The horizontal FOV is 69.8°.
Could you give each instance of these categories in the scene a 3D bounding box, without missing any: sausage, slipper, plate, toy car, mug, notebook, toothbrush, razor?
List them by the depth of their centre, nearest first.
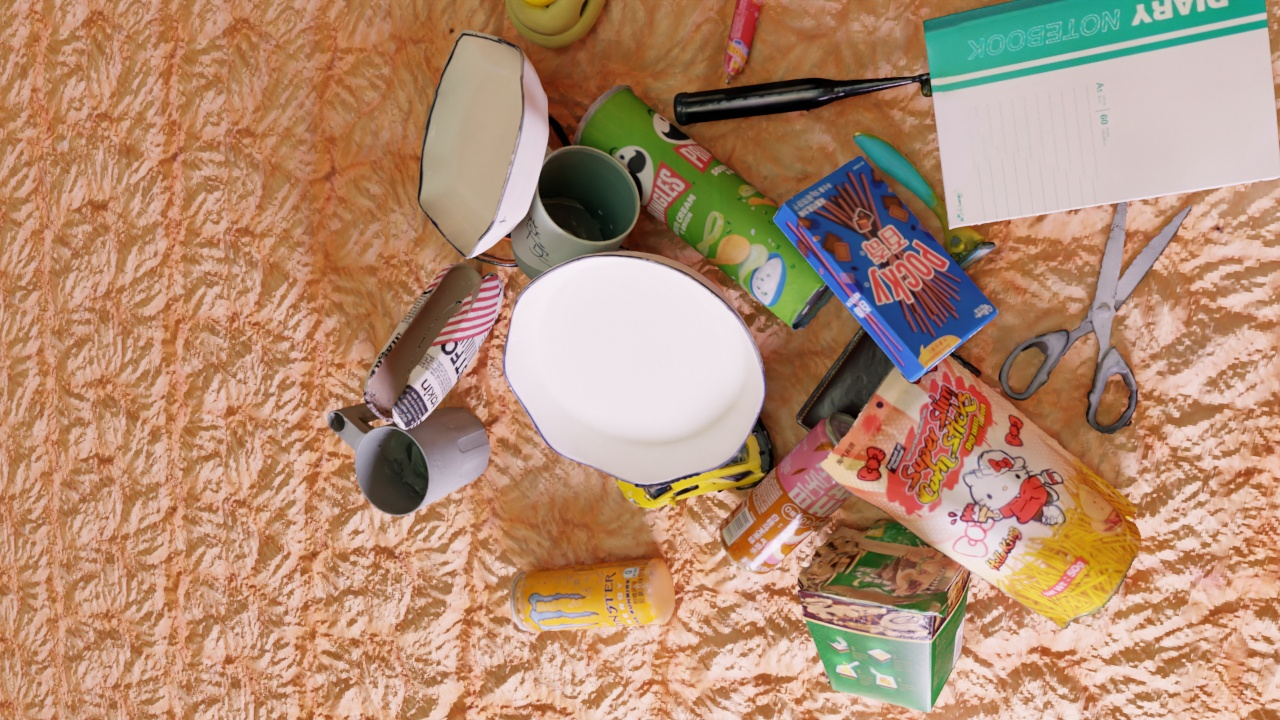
[{"bbox_3d":[0.309,-0.180,0.624,0.209,0.012,0.150,-8,95,16],"label":"notebook"},{"bbox_3d":[0.207,-0.123,0.686,0.132,0.028,0.043,49,146,6],"label":"razor"},{"bbox_3d":[0.129,-0.204,0.707,0.213,0.026,0.027,1,87,23],"label":"toothbrush"},{"bbox_3d":[0.087,-0.293,0.714,0.020,0.020,0.156,17,106,20],"label":"sausage"},{"bbox_3d":[-0.004,0.004,0.715,0.205,0.045,0.205,8,124,11],"label":"plate"},{"bbox_3d":[-0.060,-0.351,0.735,0.091,0.081,0.191,34,108,18],"label":"slipper"},{"bbox_3d":[-0.065,-0.120,0.735,0.111,0.082,0.107,53,154,3],"label":"mug"},{"bbox_3d":[-0.129,-0.178,0.745,0.266,0.034,0.162,42,118,57],"label":"plate"},{"bbox_3d":[0.042,0.086,0.788,0.156,0.041,0.071,-17,92,26],"label":"toy car"},{"bbox_3d":[-0.216,0.079,0.865,0.124,0.103,0.084,39,112,14],"label":"mug"}]

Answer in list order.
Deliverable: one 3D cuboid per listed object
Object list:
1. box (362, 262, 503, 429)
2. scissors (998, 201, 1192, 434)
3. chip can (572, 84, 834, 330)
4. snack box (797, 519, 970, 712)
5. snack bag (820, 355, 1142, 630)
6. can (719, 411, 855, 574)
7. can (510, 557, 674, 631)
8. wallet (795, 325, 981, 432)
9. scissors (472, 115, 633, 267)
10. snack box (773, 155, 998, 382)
[{"bbox_3d":[-0.189,-0.016,0.823,0.079,0.074,0.163,22,68,16],"label":"box"},{"bbox_3d":[0.328,-0.029,0.658,0.172,0.014,0.159,-25,88,24],"label":"scissors"},{"bbox_3d":[0.055,-0.122,0.729,0.236,0.072,0.072,41,112,12],"label":"chip can"},{"bbox_3d":[0.195,0.197,0.704,0.118,0.118,0.106,1,110,37],"label":"snack box"},{"bbox_3d":[0.249,0.089,0.662,0.208,0.073,0.128,37,82,3],"label":"snack bag"},{"bbox_3d":[0.126,0.109,0.736,0.058,0.057,0.148,45,121,11],"label":"can"},{"bbox_3d":[-0.044,0.215,0.838,0.146,0.058,0.058,-11,94,25],"label":"can"},{"bbox_3d":[0.192,0.029,0.725,0.096,0.020,0.122,39,113,18],"label":"wallet"},{"bbox_3d":[-0.067,-0.117,0.810,0.221,0.021,0.224,0,99,24],"label":"scissors"},{"bbox_3d":[0.178,-0.069,0.668,0.157,0.084,0.026,52,156,10],"label":"snack box"}]
